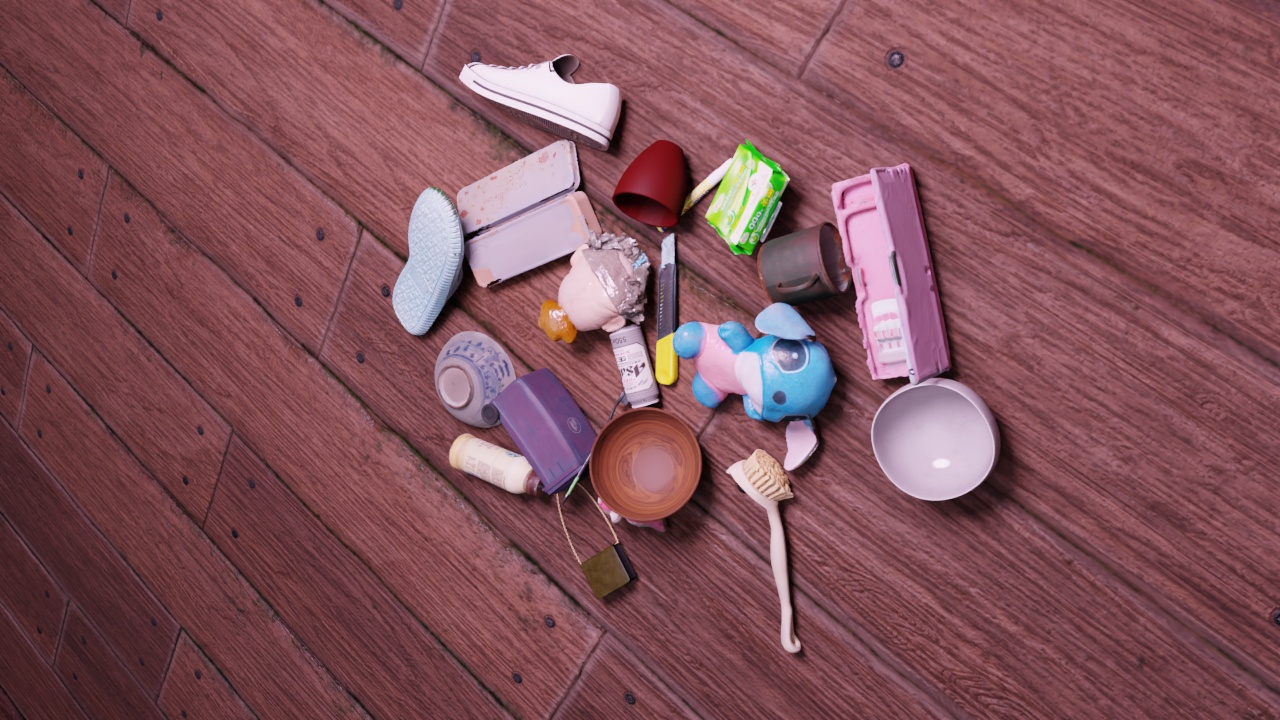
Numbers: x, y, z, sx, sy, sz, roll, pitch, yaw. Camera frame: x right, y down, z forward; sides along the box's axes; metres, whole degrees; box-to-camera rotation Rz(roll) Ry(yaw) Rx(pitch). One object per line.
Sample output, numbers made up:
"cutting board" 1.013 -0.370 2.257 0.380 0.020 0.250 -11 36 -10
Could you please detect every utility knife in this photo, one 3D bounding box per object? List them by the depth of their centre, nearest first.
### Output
"utility knife" 0.036 -0.066 1.191 0.029 0.020 0.198 8 106 29

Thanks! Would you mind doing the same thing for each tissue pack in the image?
"tissue pack" 0.125 -0.189 1.076 0.114 0.034 0.099 -64 32 22

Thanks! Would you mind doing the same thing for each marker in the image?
"marker" 0.069 -0.206 1.143 0.133 0.014 0.014 -39 79 31

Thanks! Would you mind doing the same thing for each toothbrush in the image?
"toothbrush" -0.055 0.111 1.225 0.017 0.014 0.187 27 75 12

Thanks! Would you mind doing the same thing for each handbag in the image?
"handbag" -0.073 0.249 1.327 0.084 0.027 0.178 -37 75 32

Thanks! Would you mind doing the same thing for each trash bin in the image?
"trash bin" -0.129 0.101 1.286 0.092 0.093 0.161 -40 81 31

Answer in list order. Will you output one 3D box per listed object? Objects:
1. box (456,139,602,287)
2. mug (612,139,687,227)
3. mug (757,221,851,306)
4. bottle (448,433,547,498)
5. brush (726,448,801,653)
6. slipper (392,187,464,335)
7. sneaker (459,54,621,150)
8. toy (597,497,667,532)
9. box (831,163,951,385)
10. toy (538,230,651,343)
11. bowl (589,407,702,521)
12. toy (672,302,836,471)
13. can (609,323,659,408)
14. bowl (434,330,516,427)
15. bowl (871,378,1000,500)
"box" -0.162 -0.200 1.273 0.217 0.063 0.157 -17 81 33
"mug" 0.015 -0.223 1.143 0.114 0.087 0.088 -10 57 65
"mug" 0.181 -0.100 1.041 0.081 0.110 0.085 -14 112 34
"bottle" -0.207 0.159 1.366 0.162 0.056 0.056 18 109 27
"brush" 0.170 0.243 1.159 0.077 0.061 0.272 -7 101 37
"slipper" -0.301 -0.140 1.351 0.116 0.069 0.277 55 139 18
"sneaker" -0.126 -0.359 1.196 0.245 0.091 0.097 27 94 29
"toy" -0.007 0.195 1.257 0.102 0.050 0.065 12 87 0
"box" 0.262 -0.089 0.991 0.099 0.114 0.232 -8 95 33
"toy" -0.059 -0.086 1.202 0.176 0.076 0.132 -33 74 19
"bowl" 0.012 0.140 1.210 0.147 0.069 0.147 -3 77 11
"toy" 0.141 0.024 1.105 0.192 0.098 0.224 10 133 31
"can" -0.007 0.007 1.218 0.044 0.043 0.106 -14 93 33
"bowl" -0.260 0.033 1.371 0.151 0.056 0.151 7 103 31
"bowl" 0.329 0.083 1.015 0.132 0.064 0.132 7 104 30
